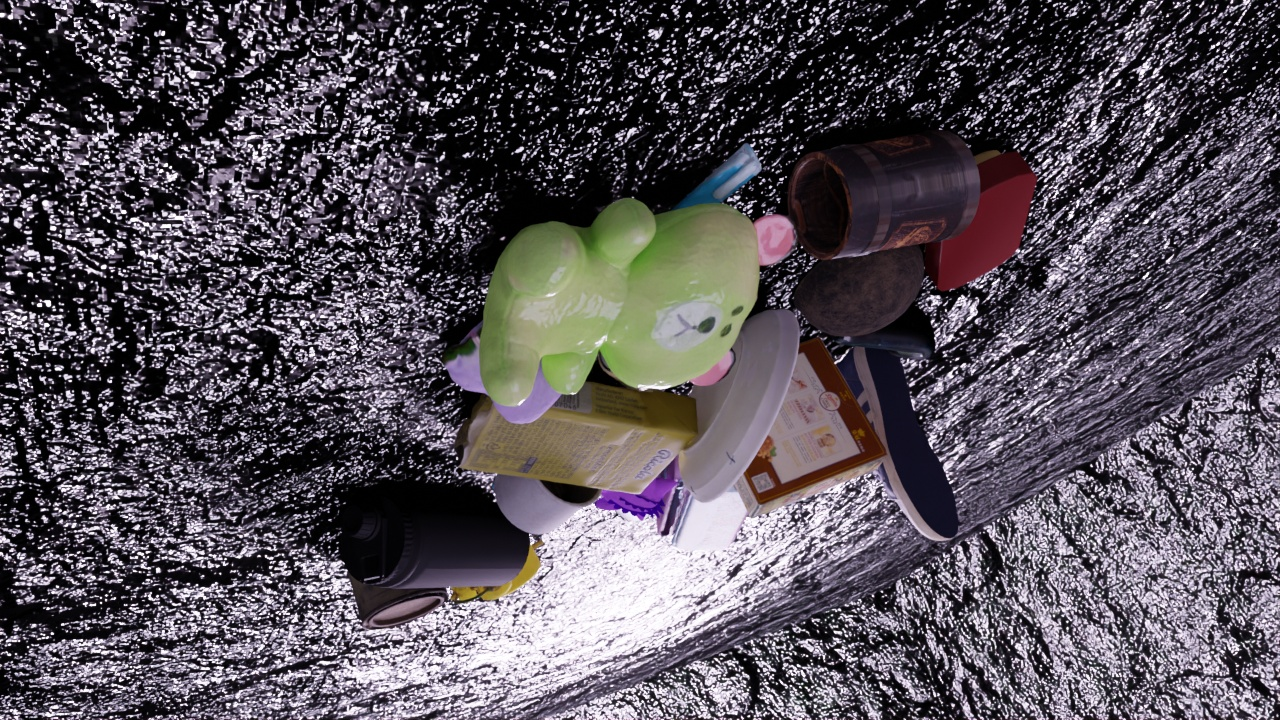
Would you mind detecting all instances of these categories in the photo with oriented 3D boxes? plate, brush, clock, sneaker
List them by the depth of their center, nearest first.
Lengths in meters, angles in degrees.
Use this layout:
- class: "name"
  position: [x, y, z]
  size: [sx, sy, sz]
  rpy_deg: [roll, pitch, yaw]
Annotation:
- class: "plate"
  position: [0.074, 0.032, 0.791]
  size: [0.034, 0.181, 0.183]
  rpy_deg: [25, 138, -11]
- class: "brush"
  position: [0.285, -0.122, 0.791]
  size: [0.082, 0.041, 0.173]
  rpy_deg: [-28, 156, 5]
- class: "sneaker"
  position: [0.239, 0.101, 0.981]
  size: [0.091, 0.232, 0.119]
  rpy_deg: [10, 145, -37]
- class: "clock"
  position: [-0.161, 0.226, 1.002]
  size: [0.083, 0.057, 0.118]
  rpy_deg: [-20, -169, 35]

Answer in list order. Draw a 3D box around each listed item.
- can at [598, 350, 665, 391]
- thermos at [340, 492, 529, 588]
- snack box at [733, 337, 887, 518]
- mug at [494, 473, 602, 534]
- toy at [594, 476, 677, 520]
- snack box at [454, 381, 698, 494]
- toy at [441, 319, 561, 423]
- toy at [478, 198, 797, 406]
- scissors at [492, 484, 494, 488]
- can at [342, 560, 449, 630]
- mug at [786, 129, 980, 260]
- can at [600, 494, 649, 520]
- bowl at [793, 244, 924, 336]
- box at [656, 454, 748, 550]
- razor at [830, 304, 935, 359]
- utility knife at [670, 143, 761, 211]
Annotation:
- class: "can"
  position: [-0.005, 0.005, 0.774]
  size: [0.038, 0.038, 0.079]
  rpy_deg: [-30, 156, 10]
- class: "thermos"
  position: [-0.198, 0.171, 0.867]
  size: [0.086, 0.086, 0.198]
  rpy_deg: [-34, 154, 19]
- class: "snack box"
  position: [0.144, 0.063, 0.906]
  size: [0.146, 0.143, 0.041]
  rpy_deg: [-18, 155, -17]
- class: "mug"
  position: [-0.077, 0.113, 0.872]
  size: [0.113, 0.084, 0.071]
  rpy_deg: [-5, 151, -48]
- class: "toy"
  position: [-0.014, 0.128, 0.939]
  size: [0.088, 0.055, 0.106]
  rpy_deg: [28, 127, -15]
- class: "snack box"
  position: [-0.058, 0.060, 0.777]
  size: [0.180, 0.045, 0.122]
  rpy_deg: [11, 143, -21]
- class: "toy"
  position: [-0.091, 0.001, 0.668]
  size: [0.080, 0.036, 0.100]
  rpy_deg: [-46, 134, -6]
- class: "toy"
  position: [-0.010, -0.043, 0.594]
  size: [0.196, 0.107, 0.150]
  rpy_deg: [-5, 128, -40]
- class: "scissors"
  position: [-0.097, 0.125, 0.965]
  size: [0.118, 0.013, 0.140]
  rpy_deg: [-23, 154, -5]
- class: "can"
  position: [-0.250, 0.224, 0.939]
  size: [0.089, 0.074, 0.090]
  rpy_deg: [-21, 155, -10]
- class: "mug"
  position: [0.163, -0.114, 0.664]
  size: [0.107, 0.080, 0.116]
  rpy_deg: [-13, 179, -23]
- class: "can"
  position: [-0.014, 0.144, 1.027]
  size: [0.055, 0.055, 0.101]
  rpy_deg: [-26, 156, 2]
- class: "bowl"
  position: [0.205, -0.059, 0.825]
  size: [0.121, 0.056, 0.121]
  rpy_deg: [-21, 156, -10]
- class: "box"
  position: [0.071, 0.141, 1.028]
  size: [0.091, 0.090, 0.215]
  rpy_deg: [0, 152, -5]
- class: "razor"
  position: [0.248, -0.027, 0.947]
  size: [0.151, 0.054, 0.067]
  rpy_deg: [-1, 155, -34]
- class: "utility knife"
  position: [0.015, -0.090, 0.633]
  size: [0.167, 0.015, 0.022]
  rpy_deg: [-36, 130, 25]
